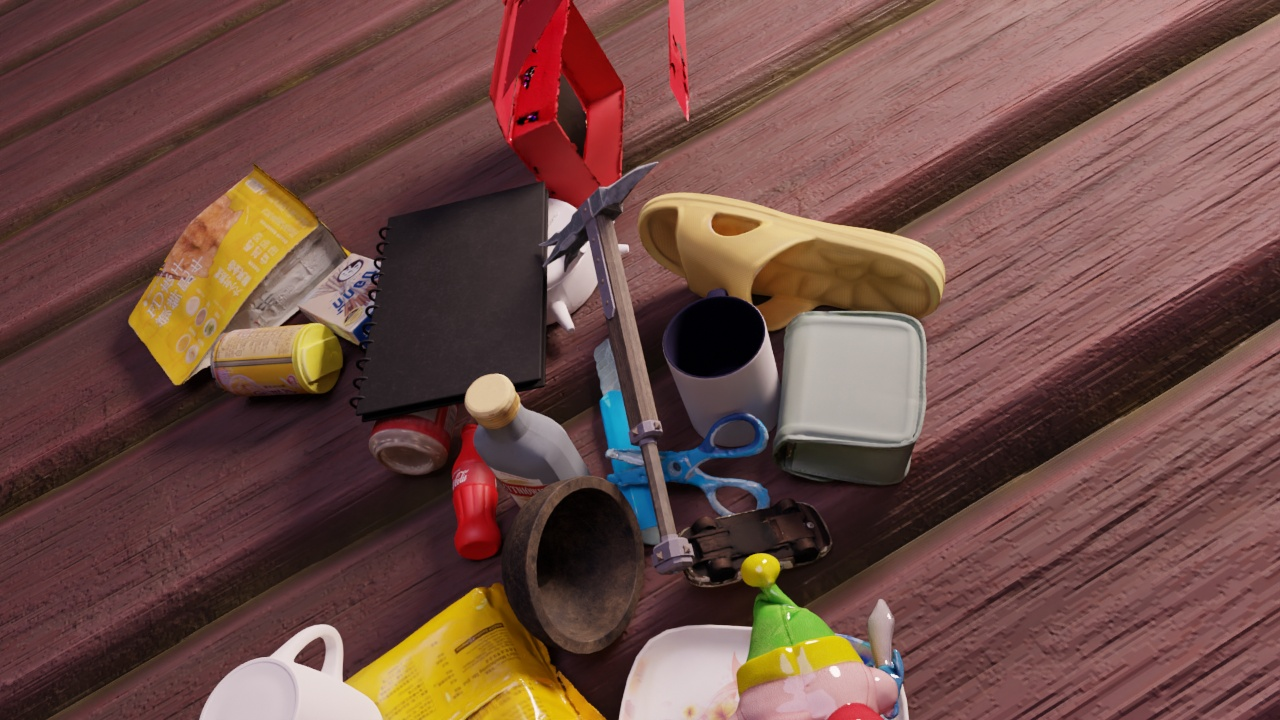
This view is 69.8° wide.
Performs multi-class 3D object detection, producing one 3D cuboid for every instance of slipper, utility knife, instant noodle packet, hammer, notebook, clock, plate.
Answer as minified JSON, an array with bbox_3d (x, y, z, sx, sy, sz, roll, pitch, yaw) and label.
[{"bbox_3d":[0.114,-0.069,0.765,0.264,0.099,0.078,12,60,21],"label":"slipper"},{"bbox_3d":[-0.013,0.063,0.759,0.031,0.015,0.209,-18,54,4],"label":"utility knife"},{"bbox_3d":[-0.440,-0.086,0.985,0.221,0.084,0.163,-47,54,-11],"label":"instant noodle packet"},{"bbox_3d":[-0.004,0.004,0.690,0.147,0.028,0.316,-38,55,41],"label":"hammer"},{"bbox_3d":[-0.164,-0.058,0.809,0.169,0.019,0.231,-11,52,10],"label":"notebook"},{"bbox_3d":[-0.108,-0.100,0.876,0.161,0.073,0.125,18,62,29],"label":"clock"},{"bbox_3d":[0.073,0.262,0.578,0.187,0.016,0.186,-2,54,18],"label":"plate"}]

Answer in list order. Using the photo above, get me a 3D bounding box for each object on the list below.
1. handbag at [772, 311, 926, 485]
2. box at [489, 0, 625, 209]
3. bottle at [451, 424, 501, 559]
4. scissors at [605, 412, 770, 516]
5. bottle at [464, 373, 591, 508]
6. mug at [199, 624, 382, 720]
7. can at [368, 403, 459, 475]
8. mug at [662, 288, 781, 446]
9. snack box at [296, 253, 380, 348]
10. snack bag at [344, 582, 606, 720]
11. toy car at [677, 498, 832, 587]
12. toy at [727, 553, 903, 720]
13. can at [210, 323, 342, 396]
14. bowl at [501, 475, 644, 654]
[{"bbox_3d":[0.157,0.027,0.695,0.106,0.067,0.121,5,56,11],"label":"handbag"},{"bbox_3d":[-0.085,-0.306,0.872,0.124,0.316,0.210,-1,52,4],"label":"box"},{"bbox_3d":[-0.137,0.104,0.756,0.036,0.036,0.118,-17,51,6],"label":"bottle"},{"bbox_3d":[0.034,0.071,0.704,0.141,0.014,0.090,9,96,20],"label":"scissors"},{"bbox_3d":[-0.083,0.069,0.683,0.072,0.161,0.046,10,58,25],"label":"bottle"},{"bbox_3d":[-0.215,0.217,0.575,0.081,0.088,0.114,-9,52,13],"label":"mug"},{"bbox_3d":[-0.192,0.017,0.821,0.067,0.067,0.169,-6,52,14],"label":"can"},{"bbox_3d":[0.067,-0.004,0.729,0.079,0.097,0.111,-8,52,13],"label":"mug"},{"bbox_3d":[-0.280,-0.062,0.910,0.081,0.026,0.150,-48,37,-18],"label":"snack box"},{"bbox_3d":[-0.154,0.267,0.619,0.247,0.068,0.159,-35,50,-9],"label":"snack bag"},{"bbox_3d":[0.082,0.134,0.662,0.112,0.041,0.048,-10,49,-12],"label":"toy car"},{"bbox_3d":[0.103,0.188,0.559,0.124,0.097,0.131,-16,27,3],"label":"toy"},{"bbox_3d":[-0.350,0.001,0.887,0.105,0.068,0.067,-3,53,17],"label":"can"},{"bbox_3d":[-0.056,0.144,0.655,0.056,0.121,0.121,-8,49,38],"label":"bowl"}]
